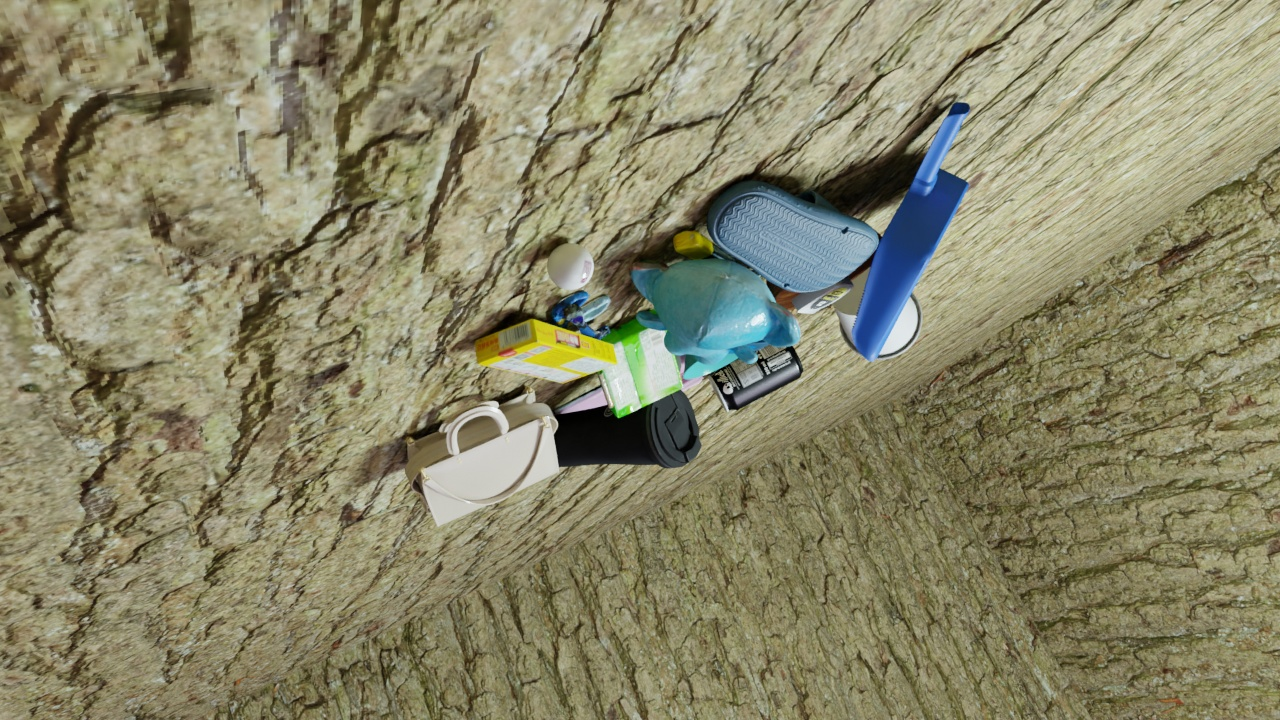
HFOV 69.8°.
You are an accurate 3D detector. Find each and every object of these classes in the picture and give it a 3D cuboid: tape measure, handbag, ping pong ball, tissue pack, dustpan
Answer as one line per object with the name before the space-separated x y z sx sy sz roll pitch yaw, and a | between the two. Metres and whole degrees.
tape measure | 0.212 -0.077 1.067 0.065 0.016 0.064 -35 163 27
handbag | -0.195 0.104 1.128 0.194 0.101 0.198 -23 153 -16
ping pong ball | -0.060 -0.081 0.791 0.040 0.040 0.040 -26 166 -7
tissue pack | -0.007 0.006 1.097 0.099 0.034 0.114 -24 123 -12
dustpan | 0.317 -0.165 1.011 0.244 0.059 0.258 -52 166 -37

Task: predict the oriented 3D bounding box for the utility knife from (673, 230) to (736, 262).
utility knife | 0.074 -0.112 0.976 0.029 0.020 0.186 -9 173 19

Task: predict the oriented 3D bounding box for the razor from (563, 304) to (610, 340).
razor | -0.060 -0.033 0.962 0.044 0.018 0.141 -29 167 1

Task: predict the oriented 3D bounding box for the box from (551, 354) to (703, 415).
box | -0.017 0.062 1.370 0.233 0.050 0.180 -28 165 3

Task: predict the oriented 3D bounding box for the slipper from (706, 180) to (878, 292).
slipper | 0.149 -0.126 0.923 0.213 0.059 0.104 15 129 -36

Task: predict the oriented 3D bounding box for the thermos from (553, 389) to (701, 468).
thermos | -0.034 0.098 1.224 0.219 0.106 0.105 -10 178 35

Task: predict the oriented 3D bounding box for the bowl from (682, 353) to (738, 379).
bowl | 0.103 -0.024 1.284 0.121 0.046 0.121 -26 166 -7

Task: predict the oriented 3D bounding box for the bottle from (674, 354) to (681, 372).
bottle | 0.006 0.005 1.182 0.060 0.060 0.108 -34 165 24

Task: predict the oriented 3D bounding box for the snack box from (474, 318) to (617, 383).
snack box | -0.095 -0.007 0.949 0.075 0.025 0.152 -19 163 26

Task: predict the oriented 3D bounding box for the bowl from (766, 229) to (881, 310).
bowl | 0.202 -0.124 1.062 0.147 0.069 0.147 -25 165 -7

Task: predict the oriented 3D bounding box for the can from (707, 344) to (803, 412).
can | 0.194 0.023 1.548 0.146 0.080 0.080 -27 166 0

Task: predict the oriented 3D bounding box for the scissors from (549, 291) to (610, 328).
scissors | -0.085 -0.036 0.972 0.096 0.020 0.133 -6 154 -48

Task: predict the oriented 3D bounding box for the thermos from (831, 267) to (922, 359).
thermos | 0.352 -0.082 1.407 0.132 0.131 0.221 -32 158 16

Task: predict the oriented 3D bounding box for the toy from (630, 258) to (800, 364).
toy | 0.074 -0.051 0.960 0.183 0.114 0.181 19 161 2

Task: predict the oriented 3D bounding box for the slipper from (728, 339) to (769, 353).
slipper | 0.119 -0.036 1.115 0.104 0.059 0.214 4 -177 -5

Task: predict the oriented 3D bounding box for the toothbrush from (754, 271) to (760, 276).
toothbrush | 0.145 -0.108 1.140 0.187 0.017 0.014 -26 170 -20
